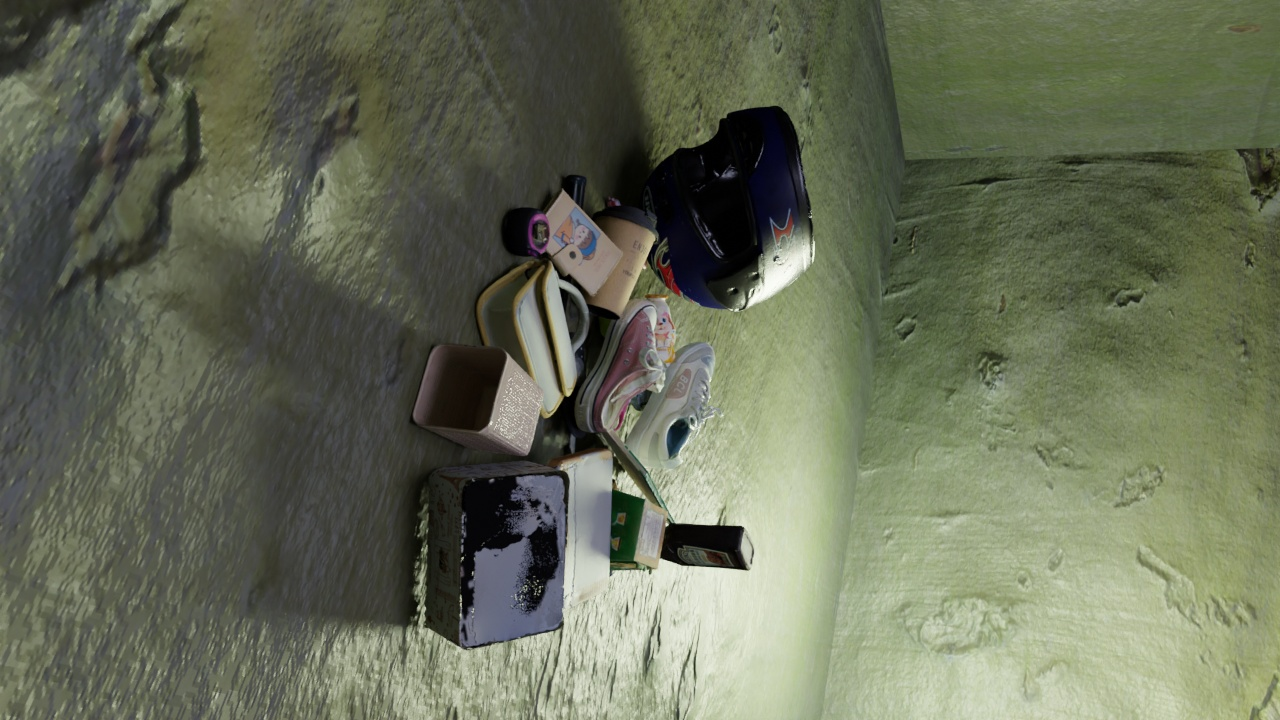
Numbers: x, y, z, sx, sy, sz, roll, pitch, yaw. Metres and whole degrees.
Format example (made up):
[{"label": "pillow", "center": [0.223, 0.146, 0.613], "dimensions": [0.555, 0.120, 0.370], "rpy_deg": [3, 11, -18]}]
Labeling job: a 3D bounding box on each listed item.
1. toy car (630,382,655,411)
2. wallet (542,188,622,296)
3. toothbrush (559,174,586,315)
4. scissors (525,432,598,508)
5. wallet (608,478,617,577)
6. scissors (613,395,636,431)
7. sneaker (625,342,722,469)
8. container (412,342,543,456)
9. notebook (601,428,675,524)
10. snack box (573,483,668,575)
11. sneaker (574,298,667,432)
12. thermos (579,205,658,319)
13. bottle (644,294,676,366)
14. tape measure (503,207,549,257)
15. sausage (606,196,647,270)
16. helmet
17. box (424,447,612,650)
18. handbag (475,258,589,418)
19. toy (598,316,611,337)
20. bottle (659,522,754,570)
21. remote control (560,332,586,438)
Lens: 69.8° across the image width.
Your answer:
[{"label": "toy car", "center": [0.019, 0.041, 1.417], "dimensions": [0.120, 0.037, 0.054], "rpy_deg": [-24, 116, -54]}, {"label": "wallet", "center": [-0.080, -0.142, 1.130], "dimensions": [0.115, 0.024, 0.087], "rpy_deg": [46, 56, -26]}, {"label": "toothbrush", "center": [-0.093, -0.127, 1.157], "dimensions": [0.027, 0.026, 0.212], "rpy_deg": [8, 88, -33]}, {"label": "scissors", "center": [-0.102, 0.159, 1.185], "dimensions": [0.220, 0.022, 0.234], "rpy_deg": [4, 87, -70]}, {"label": "wallet", "center": [-0.047, 0.238, 1.303], "dimensions": [0.090, 0.033, 0.115], "rpy_deg": [-54, 140, -54]}, {"label": "scissors", "center": [-0.013, 0.057, 1.341], "dimensions": [0.136, 0.017, 0.073], "rpy_deg": [-30, 118, -47]}, {"label": "sneaker", "center": [0.071, 0.065, 1.386], "dimensions": [0.241, 0.091, 0.089], "rpy_deg": [-57, 140, -32]}, {"label": "container", "center": [-0.162, 0.046, 0.952], "dimensions": [0.111, 0.090, 0.089], "rpy_deg": [50, 49, -61]}, {"label": "notebook", "center": [-0.007, 0.155, 1.264], "dimensions": [0.012, 0.150, 0.209], "rpy_deg": [-37, 143, -8]}, {"label": "snack box", "center": [-0.029, 0.216, 1.183], "dimensions": [0.118, 0.106, 0.117], "rpy_deg": [40, 57, -59]}, {"label": "sneaker", "center": [-0.007, 0.007, 1.214], "dimensions": [0.240, 0.088, 0.118], "rpy_deg": [-64, 153, -45]}, {"label": "thermos", "center": [-0.034, -0.131, 1.216], "dimensions": [0.093, 0.093, 0.143], "rpy_deg": [37, 67, -62]}, {"label": "bottle", "center": [0.022, -0.045, 1.378], "dimensions": [0.063, 0.063, 0.108], "rpy_deg": [-7, 99, -65]}, {"label": "tape measure", "center": [-0.128, -0.147, 1.055], "dimensions": [0.057, 0.039, 0.057], "rpy_deg": [-18, 110, -64]}, {"label": "sausage", "center": [-0.019, -0.181, 1.320], "dimensions": [0.156, 0.020, 0.020], "rpy_deg": [63, 38, -49]}, {"label": "helmet", "center": [0.115, -0.210, 1.330], "dimensions": [0.316, 0.240, 0.247], "rpy_deg": [68, 8, -62]}, {"label": "box", "center": [-0.109, 0.195, 1.008], "dimensions": [0.259, 0.110, 0.179], "rpy_deg": [1, 93, -40]}, {"label": "handbag", "center": [-0.106, -0.038, 1.081], "dimensions": [0.178, 0.063, 0.163], "rpy_deg": [-50, 139, -47]}, {"label": "toy", "center": [-0.035, -0.052, 1.287], "dimensions": [0.100, 0.031, 0.096], "rpy_deg": [68, 36, -45]}, {"label": "bottle", "center": [0.053, 0.251, 1.249], "dimensions": [0.080, 0.195, 0.043], "rpy_deg": [61, 35, -45]}, {"label": "remote control", "center": [-0.089, 0.032, 1.181], "dimensions": [0.053, 0.024, 0.136], "rpy_deg": [5, 80, -65]}]
